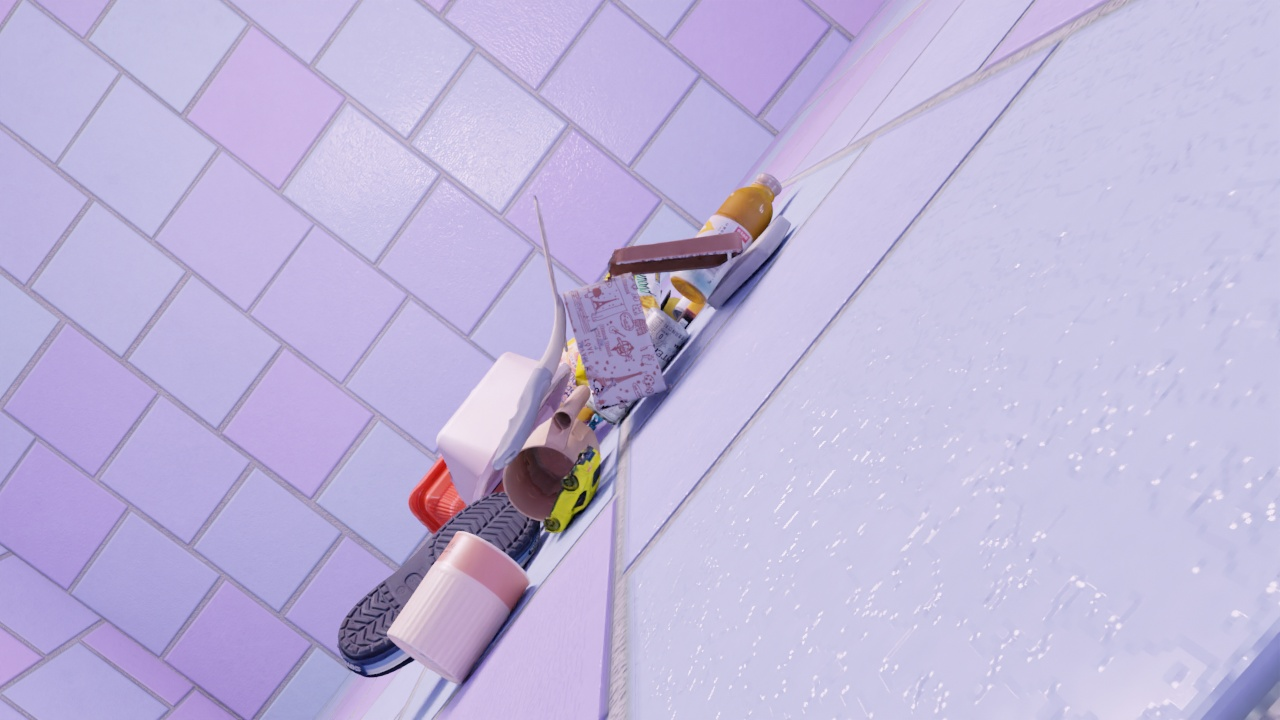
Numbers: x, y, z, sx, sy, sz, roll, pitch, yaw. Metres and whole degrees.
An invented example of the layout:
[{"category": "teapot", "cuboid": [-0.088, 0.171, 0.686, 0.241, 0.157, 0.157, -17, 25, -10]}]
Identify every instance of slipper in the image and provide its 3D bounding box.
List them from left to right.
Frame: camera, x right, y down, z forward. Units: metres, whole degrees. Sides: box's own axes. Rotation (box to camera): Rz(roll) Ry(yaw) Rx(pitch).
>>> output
[{"category": "slipper", "cuboid": [-0.195, 0.243, 0.963, 0.252, 0.105, 0.095, -38, -45, -33]}]

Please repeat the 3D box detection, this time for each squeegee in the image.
[{"category": "squeegee", "cuboid": [-0.104, 0.006, 0.943, 0.247, 0.039, 0.245, 85, -166, -54]}]

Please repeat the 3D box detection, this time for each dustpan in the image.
[{"category": "dustpan", "cuboid": [-0.161, 0.113, 1.257, 0.222, 0.139, 0.274, -56, -30, -22]}]

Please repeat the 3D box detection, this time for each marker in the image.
[{"category": "marker", "cuboid": [0.057, -0.051, 1.212, 0.124, 0.018, 0.015, -52, 5, 9]}]

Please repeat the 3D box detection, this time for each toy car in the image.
[{"category": "toy car", "cuboid": [-0.062, 0.128, 0.879, 0.105, 0.032, 0.048, -63, -3, 36]}]

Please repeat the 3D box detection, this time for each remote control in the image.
[{"category": "remote control", "cuboid": [0.117, -0.104, 0.997, 0.056, 0.019, 0.135, -54, 4, -32]}]

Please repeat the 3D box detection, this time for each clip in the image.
[{"category": "clip", "cuboid": [-0.064, 0.086, 1.378, 0.050, 0.015, 0.056, -53, 5, 18]}]

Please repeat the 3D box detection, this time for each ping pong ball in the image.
[{"category": "ping pong ball", "cuboid": [0.048, -0.072, 1.327, 0.040, 0.040, 0.040, -51, 4, 5]}]

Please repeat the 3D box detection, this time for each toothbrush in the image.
[{"category": "toothbrush", "cuboid": [0.113, -0.139, 1.311, 0.026, 0.027, 0.220, 11, 54, 41]}]

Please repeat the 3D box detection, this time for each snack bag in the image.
[{"category": "snack bag", "cuboid": [-0.033, -0.050, 1.304, 0.158, 0.068, 0.246, -59, 14, 28]}]

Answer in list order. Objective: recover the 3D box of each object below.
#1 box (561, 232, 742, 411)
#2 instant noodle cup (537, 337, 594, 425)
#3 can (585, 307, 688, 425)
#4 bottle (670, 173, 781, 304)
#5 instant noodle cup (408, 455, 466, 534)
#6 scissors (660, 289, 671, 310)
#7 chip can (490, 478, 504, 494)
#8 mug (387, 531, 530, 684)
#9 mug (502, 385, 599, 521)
[{"category": "box", "cuboid": [0.023, -0.052, 0.999, 0.193, 0.157, 0.183, -15, 4, -1]}, {"category": "instant noodle cup", "cuboid": [-0.096, 0.025, 1.518, 0.110, 0.138, 0.137, -40, 9, 25]}, {"category": "can", "cuboid": [-0.007, 0.007, 1.128, 0.147, 0.058, 0.058, -51, 4, 7]}, {"category": "bottle", "cuboid": [0.114, -0.159, 1.173, 0.189, 0.068, 0.068, -53, 4, -13]}, {"category": "instant noodle cup", "cuboid": [-0.243, 0.215, 1.400, 0.079, 0.189, 0.164, 9, 54, 43]}, {"category": "scissors", "cuboid": [-0.002, -0.018, 1.316, 0.179, 0.019, 0.169, 129, 160, -53]}, {"category": "chip can", "cuboid": [-0.171, 0.196, 1.207, 0.071, 0.071, 0.214, -47, 5, 48]}, {"category": "mug", "cuboid": [-0.159, 0.226, 0.822, 0.105, 0.082, 0.115, -55, -21, -28]}, {"category": "mug", "cuboid": [-0.086, 0.093, 0.970, 0.103, 0.084, 0.125, -60, -12, -72]}]
